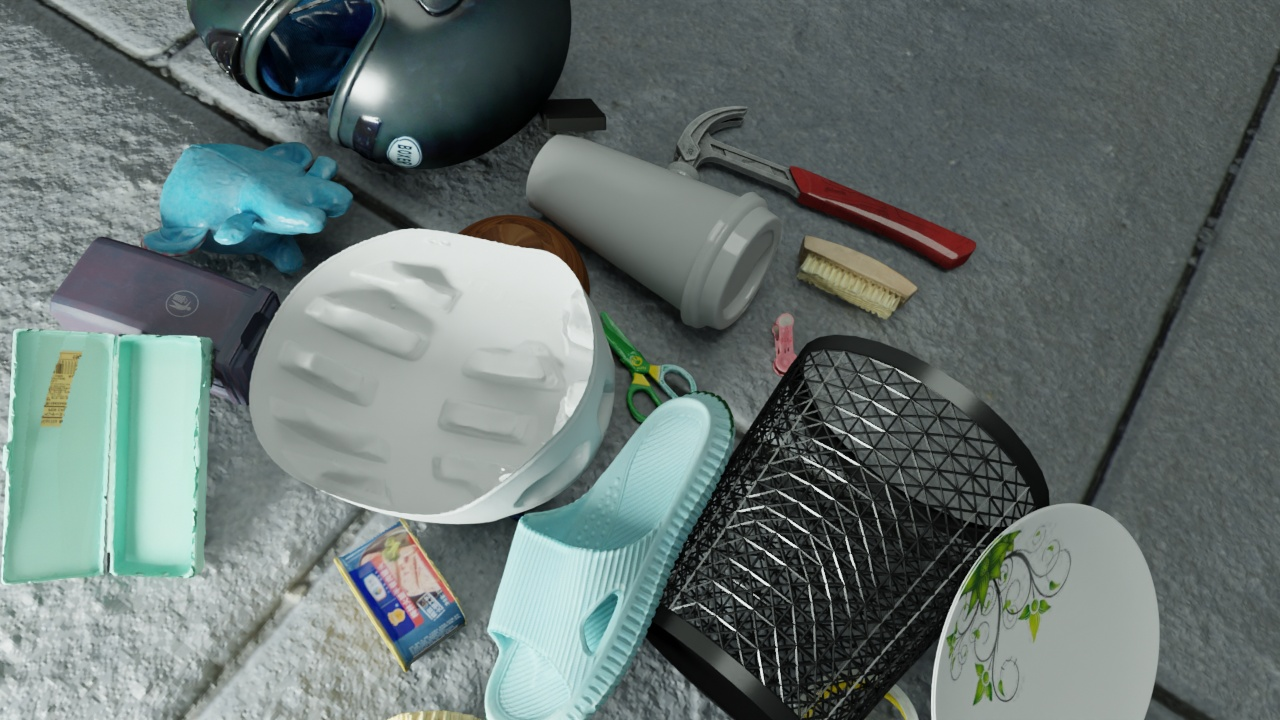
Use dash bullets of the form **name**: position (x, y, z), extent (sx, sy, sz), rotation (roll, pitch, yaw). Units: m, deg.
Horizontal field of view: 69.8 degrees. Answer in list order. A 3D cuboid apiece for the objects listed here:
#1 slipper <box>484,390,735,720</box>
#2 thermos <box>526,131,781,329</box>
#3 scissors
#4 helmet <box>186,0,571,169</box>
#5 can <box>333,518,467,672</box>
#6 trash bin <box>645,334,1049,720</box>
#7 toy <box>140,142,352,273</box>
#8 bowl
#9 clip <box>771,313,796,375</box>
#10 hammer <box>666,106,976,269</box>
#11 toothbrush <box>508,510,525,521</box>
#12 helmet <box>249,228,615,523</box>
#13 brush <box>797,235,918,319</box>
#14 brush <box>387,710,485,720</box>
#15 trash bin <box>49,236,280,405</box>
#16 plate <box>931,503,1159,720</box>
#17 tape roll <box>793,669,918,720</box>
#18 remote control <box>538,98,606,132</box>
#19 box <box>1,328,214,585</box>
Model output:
- **slipper**: position (-0.029, 0.130, 0.623), extent (0.116, 0.069, 0.275), rotation (17, 72, 50)
- **thermos**: position (0.006, -0.129, 0.849), extent (0.222, 0.132, 0.131), rotation (30, 63, 19)
- **scissors**: position (0.002, -0.001, 0.836), extent (0.071, 0.014, 0.130), rotation (-25, 68, -18)
- **helmet**: position (-0.210, -0.294, 0.841), extent (0.315, 0.249, 0.236), rotation (-33, 91, -20)
- **can**: position (-0.181, 0.177, 0.698), extent (0.058, 0.054, 0.100), rotation (-32, 70, -23)
- **trash bin**: position (0.132, 0.144, 0.671), extent (0.217, 0.217, 0.242), rotation (38, 71, 14)
- **toy**: position (-0.334, -0.133, 0.819), extent (0.181, 0.115, 0.182), rotation (14, 44, 22)
- **bowl**: position (-0.118, -0.082, 0.834), extent (0.147, 0.069, 0.147), rotation (3, 62, -5)
- **clip**: position (0.135, -0.018, 0.848), extent (0.023, 0.044, 0.060), rotation (1, 48, -2)
- **hammer**: position (0.189, -0.170, 0.937), extent (0.316, 0.036, 0.126), rotation (23, 60, 5)
- **toothbrush**: position (-0.076, 0.050, 0.796), extent (0.017, 0.016, 0.189), rotation (-10, 51, 41)
- **helmet**: position (-0.161, 0.017, 0.711), extent (0.282, 0.184, 0.223), rotation (8, 63, 1)
- **brush**: position (0.203, -0.078, 0.880), extent (0.117, 0.049, 0.039), rotation (25, 80, 8)
- **brush**: position (-0.064, 0.325, 0.636), extent (0.272, 0.062, 0.077), rotation (29, 67, 5)
- **trash bin**: position (-0.387, -0.031, 0.770), extent (0.161, 0.092, 0.093), rotation (19, 61, -1)
- **plate**: position (0.281, 0.212, 0.648), extent (0.229, 0.030, 0.229), rotation (-2, 94, -27)
- **tape roll**: position (0.159, 0.276, 0.678), extent (0.094, 0.019, 0.093), rotation (-13, 44, 12)
- **remote control**: position (-0.070, -0.245, 0.914), extent (0.058, 0.013, 0.133), rotation (-3, 23, -8)
- **box**: position (-0.396, 0.071, 0.688), extent (0.137, 0.057, 0.187), rotation (4, 89, -18)
